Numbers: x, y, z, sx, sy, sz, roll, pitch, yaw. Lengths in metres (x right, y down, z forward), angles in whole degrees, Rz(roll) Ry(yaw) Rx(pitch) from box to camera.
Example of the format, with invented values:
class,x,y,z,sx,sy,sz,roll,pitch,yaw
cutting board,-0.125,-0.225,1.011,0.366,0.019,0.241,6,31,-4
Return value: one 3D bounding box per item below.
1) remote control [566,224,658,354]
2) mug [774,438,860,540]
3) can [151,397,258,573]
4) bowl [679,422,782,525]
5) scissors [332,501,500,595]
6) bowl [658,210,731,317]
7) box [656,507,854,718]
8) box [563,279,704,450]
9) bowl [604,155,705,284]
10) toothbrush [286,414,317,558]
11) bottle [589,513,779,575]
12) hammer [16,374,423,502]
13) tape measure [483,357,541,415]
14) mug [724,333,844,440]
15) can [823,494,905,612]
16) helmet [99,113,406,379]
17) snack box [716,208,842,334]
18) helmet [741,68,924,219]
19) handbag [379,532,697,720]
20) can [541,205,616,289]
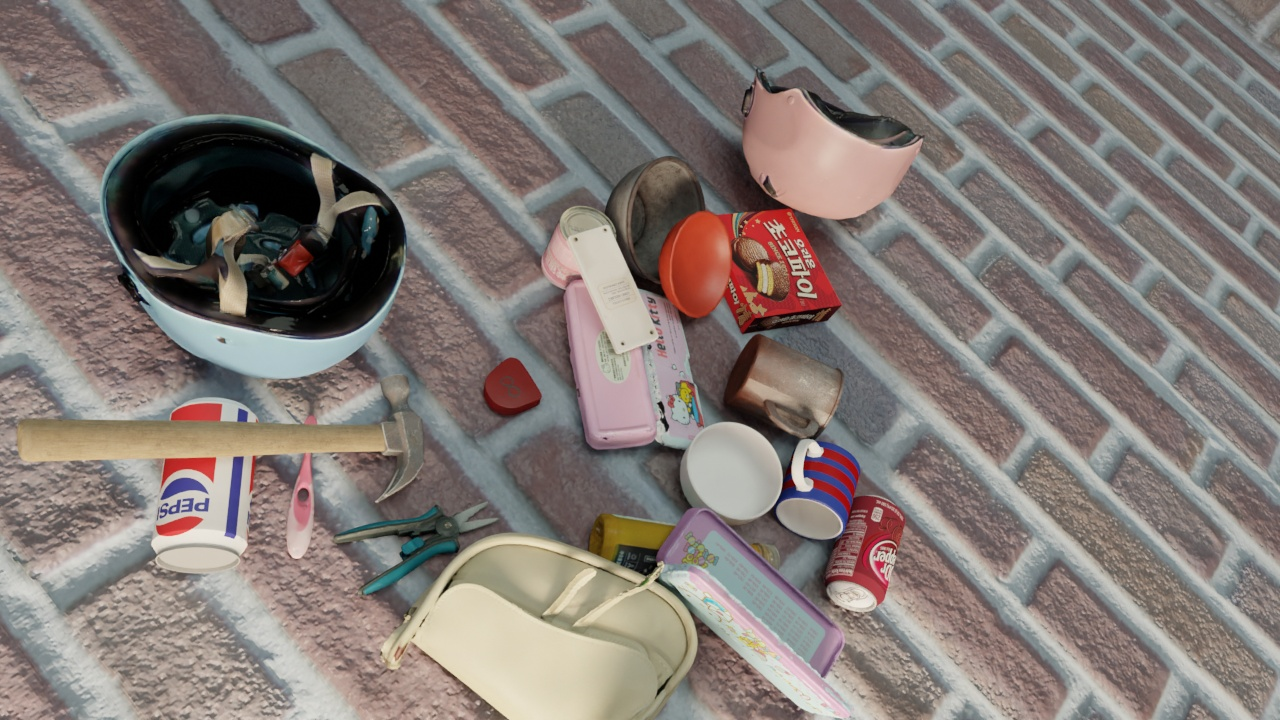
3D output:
class,x,y,z,sx,sy,sz,roll,pitch,yaw
remote control,-0.030,-0.076,0.972,0.050,0.011,0.135,-21,83,-25
mug,0.182,0.125,0.962,0.075,0.112,0.076,1,45,30
can,-0.359,0.102,0.760,0.070,0.070,0.132,5,58,-21
bowl,0.090,0.121,0.950,0.105,0.054,0.104,7,62,-13
scissors,-0.204,0.162,0.823,0.120,0.019,0.150,28,47,0
bowl,0.058,-0.112,1.060,0.035,0.122,0.121,11,40,38
box,0.116,0.229,0.835,0.214,0.093,0.089,44,69,-13
box,-0.002,0.001,0.991,0.155,0.059,0.201,2,60,-23
bowl,0.007,-0.164,1.070,0.067,0.145,0.144,11,40,38
toothbrush,-0.299,0.112,0.817,0.021,0.016,0.134,6,60,-19
bottle,0.045,0.188,0.894,0.186,0.053,0.053,12,56,-17
hammer,-0.317,0.062,0.754,0.330,0.031,0.119,6,60,-50
tape measure,-0.136,0.028,0.938,0.051,0.019,0.059,-21,62,-30
mug,0.156,0.038,1.008,0.110,0.096,0.122,20,31,-4
can,0.235,0.200,0.961,0.063,0.063,0.113,31,52,-2
helmet,-0.349,-0.093,0.827,0.265,0.167,0.224,43,50,5
snack box,0.159,-0.114,1.147,0.132,0.036,0.152,-9,64,-28
helmet,0.235,-0.273,1.198,0.229,0.153,0.255,11,26,-20
handbag,-0.073,0.234,0.773,0.229,0.132,0.183,35,58,3
can,-0.070,-0.124,1.028,0.067,0.076,0.067,11,56,-17
